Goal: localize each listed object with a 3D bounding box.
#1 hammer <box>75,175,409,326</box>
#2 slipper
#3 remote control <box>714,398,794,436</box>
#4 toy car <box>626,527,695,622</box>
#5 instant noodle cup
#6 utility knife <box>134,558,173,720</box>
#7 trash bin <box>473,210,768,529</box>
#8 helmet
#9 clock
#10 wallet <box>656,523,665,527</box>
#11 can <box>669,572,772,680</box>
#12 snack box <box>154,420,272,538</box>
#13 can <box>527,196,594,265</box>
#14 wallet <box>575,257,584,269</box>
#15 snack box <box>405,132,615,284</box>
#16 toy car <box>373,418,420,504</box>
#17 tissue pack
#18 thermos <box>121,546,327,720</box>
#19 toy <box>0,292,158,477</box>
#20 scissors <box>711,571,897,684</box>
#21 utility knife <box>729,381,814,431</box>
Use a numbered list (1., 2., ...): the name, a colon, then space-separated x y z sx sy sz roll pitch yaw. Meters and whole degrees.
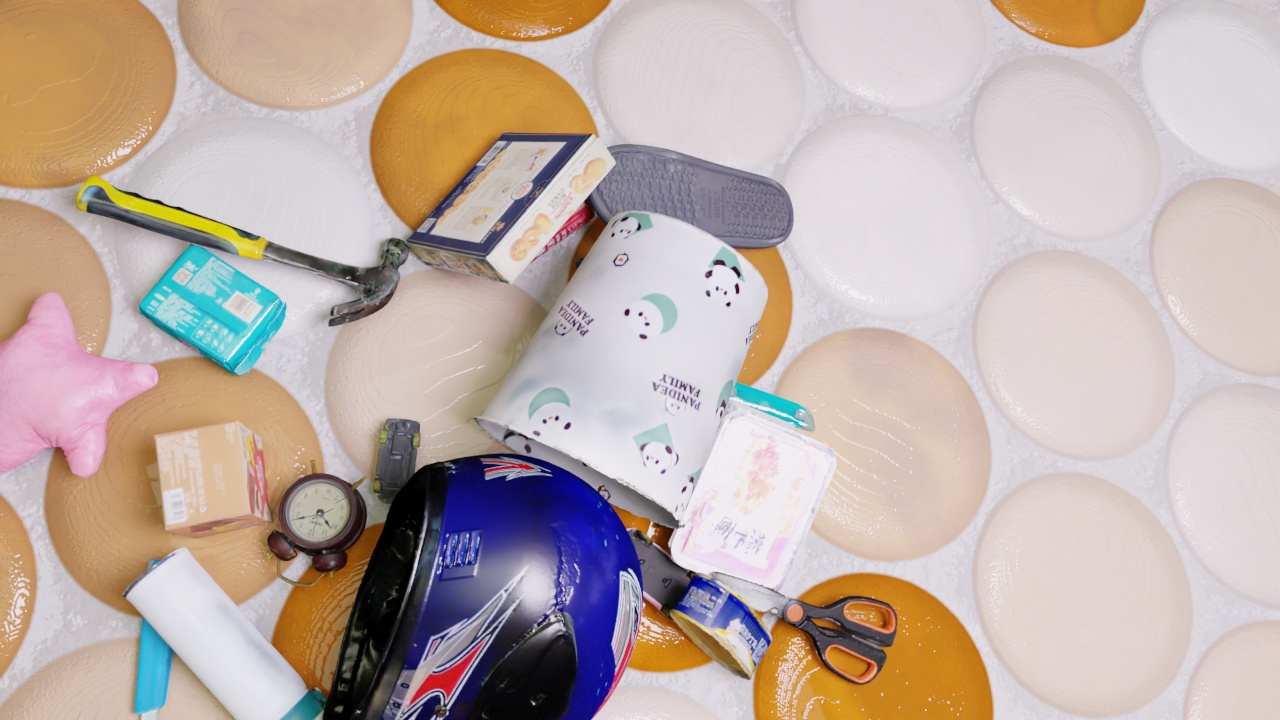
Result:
1. hammer: -0.416 -0.122 0.961 0.323 0.032 0.125 17 49 -11
2. slipper: 0.052 -0.176 1.072 0.267 0.083 0.110 4 82 -26
3. remote control: 0.098 0.071 1.022 0.150 0.021 0.058 22 64 -2
4. toy car: 0.017 0.228 0.970 0.122 0.037 0.056 38 71 4
5. instant noodle cup: 0.112 0.146 0.969 0.138 0.060 0.173 23 94 -15
6. utility knife: -0.469 0.291 0.887 0.034 0.018 0.194 3 73 -14
7. trash bin: -0.005 0.005 0.920 0.229 0.230 0.251 28 76 -1
8. helmet: -0.130 0.245 0.844 0.240 0.247 0.316 20 102 -21
9. clock: -0.325 0.167 0.924 0.082 0.055 0.121 19 70 -4
10. wallet: 0.070 0.130 1.015 0.122 0.020 0.096 -5 75 -12
11. can: 0.083 0.268 0.921 0.075 0.148 0.049 19 64 38
12. snack box: -0.417 0.118 0.903 0.077 0.094 0.092 -11 76 -12
13. can: -0.119 -0.148 1.043 0.132 0.053 0.053 -38 83 -16
14. wallet: -0.025 -0.064 1.047 0.090 0.033 0.115 -5 76 -7
15. snack box: -0.144 -0.170 0.988 0.177 0.183 0.046 -52 129 -17
16. toy car: -0.254 0.107 0.962 0.042 0.035 0.090 5 74 -6
17. tissue pack: -0.451 -0.055 0.968 0.133 0.050 0.093 32 72 2
18. thermos: -0.385 0.281 0.872 0.073 0.073 0.224 -42 91 -17
19. toy: -0.599 0.033 0.913 0.194 0.074 0.178 33 83 5
20. scissors: 0.176 0.254 0.966 0.142 0.022 0.235 -45 102 -10
21. utility knife: 0.098 0.035 1.047 0.223 0.013 0.029 19 73 -3
